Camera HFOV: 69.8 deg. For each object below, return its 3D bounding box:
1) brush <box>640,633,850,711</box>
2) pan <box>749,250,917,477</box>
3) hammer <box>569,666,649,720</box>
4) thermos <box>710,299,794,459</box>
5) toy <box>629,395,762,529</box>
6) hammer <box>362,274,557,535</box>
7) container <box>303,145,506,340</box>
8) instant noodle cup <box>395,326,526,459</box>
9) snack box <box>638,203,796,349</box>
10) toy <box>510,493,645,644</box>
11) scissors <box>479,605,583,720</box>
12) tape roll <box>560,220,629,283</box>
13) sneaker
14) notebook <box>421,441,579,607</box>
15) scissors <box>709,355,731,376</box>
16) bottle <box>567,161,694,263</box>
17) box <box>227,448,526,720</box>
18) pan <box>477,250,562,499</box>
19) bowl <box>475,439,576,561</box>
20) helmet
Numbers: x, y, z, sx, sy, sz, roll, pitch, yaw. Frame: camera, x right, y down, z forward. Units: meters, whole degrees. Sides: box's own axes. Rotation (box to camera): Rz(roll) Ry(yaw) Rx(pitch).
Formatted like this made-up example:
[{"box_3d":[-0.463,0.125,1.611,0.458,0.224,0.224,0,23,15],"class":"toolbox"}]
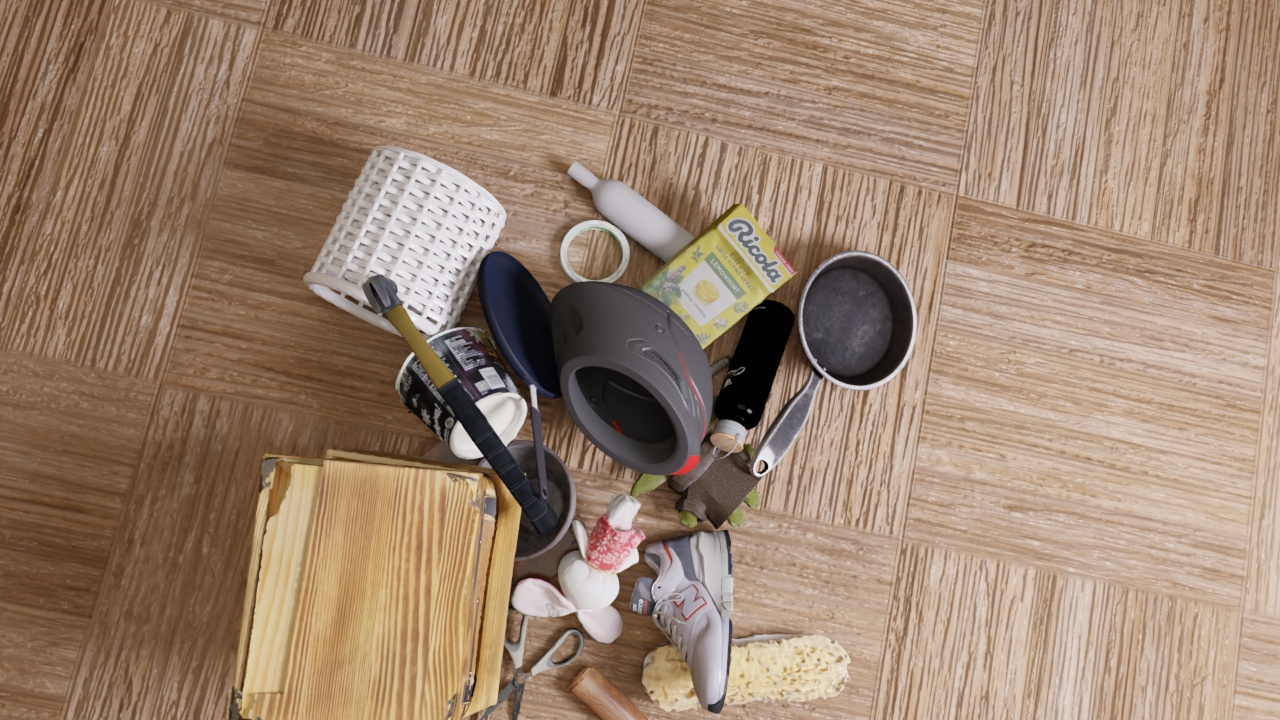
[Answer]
[{"box_3d":[0.134,0.397,1.177,0.271,0.057,0.083,-1,79,-6],"class":"brush"},{"box_3d":[0.242,0.010,1.216,0.187,0.055,0.356,43,75,-15],"class":"pan"},{"box_3d":[0.020,0.509,1.161,0.157,0.037,0.301,-43,88,-10],"class":"hammer"},{"box_3d":[0.140,0.029,1.189,0.061,0.061,0.230,25,61,-2],"class":"thermos"},{"box_3d":[0.086,0.148,1.195,0.153,0.078,0.179,41,76,8],"class":"toy"},{"box_3d":[-0.193,0.047,0.987,0.025,0.118,0.333,-35,94,-4],"class":"hammer"},{"box_3d":[-0.288,-0.137,1.141,0.189,0.189,0.186,24,79,-2],"class":"container"},{"box_3d":[-0.209,0.046,1.104,0.137,0.137,0.112,-37,57,-9],"class":"instant noodle cup"},{"box_3d":[0.097,-0.104,1.207,0.181,0.045,0.121,-40,102,1],"class":"snack box"},{"box_3d":[-0.058,0.256,1.142,0.159,0.084,0.194,22,101,-19],"class":"toy"},{"box_3d":[-0.145,0.385,1.167,0.157,0.012,0.168,-19,97,-12],"class":"scissors"},{"box_3d":[-0.062,-0.144,1.250,0.094,0.018,0.093,1,82,-6],"class":"tape roll"},{"box_3d":[0.049,0.313,1.135,0.124,0.089,0.239,4,45,3],"class":"sneaker"},{"box_3d":[-0.199,0.203,1.186,0.167,0.024,0.225,-38,88,-8],"class":"notebook"},{"box_3d":[0.039,0.028,1.239,0.179,0.015,0.194,-4,84,-6],"class":"scissors"},{"box_3d":[-0.016,-0.203,1.245,0.195,0.052,0.052,37,80,0],"class":"bottle"},{"box_3d":[-0.280,0.246,1.001,0.270,0.263,0.279,5,84,22],"class":"box"},{"box_3d":[-0.133,0.016,1.095,0.021,0.199,0.355,-25,48,16],"class":"pan"},{"box_3d":[-0.139,0.175,1.136,0.145,0.067,0.144,-4,75,16],"class":"bowl"},{"box_3d":[-0.007,0.007,1.144,0.264,0.165,0.169,42,40,-1],"class":"helmet"}]
